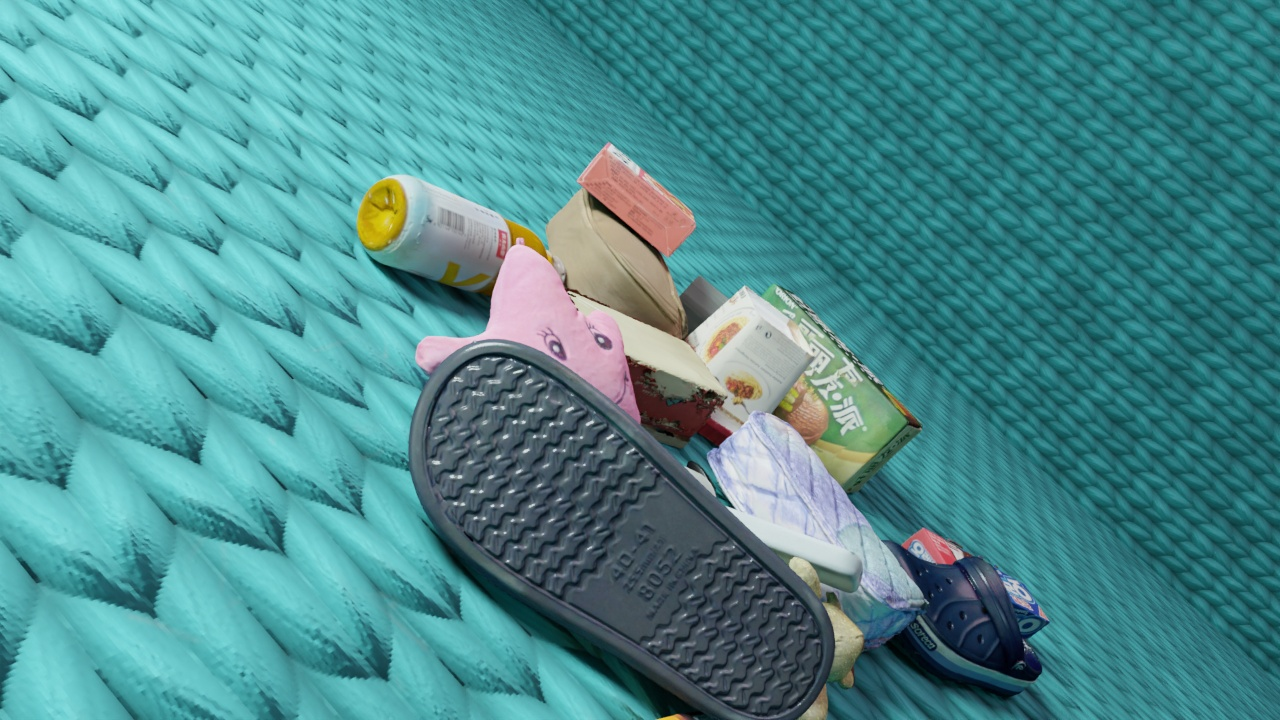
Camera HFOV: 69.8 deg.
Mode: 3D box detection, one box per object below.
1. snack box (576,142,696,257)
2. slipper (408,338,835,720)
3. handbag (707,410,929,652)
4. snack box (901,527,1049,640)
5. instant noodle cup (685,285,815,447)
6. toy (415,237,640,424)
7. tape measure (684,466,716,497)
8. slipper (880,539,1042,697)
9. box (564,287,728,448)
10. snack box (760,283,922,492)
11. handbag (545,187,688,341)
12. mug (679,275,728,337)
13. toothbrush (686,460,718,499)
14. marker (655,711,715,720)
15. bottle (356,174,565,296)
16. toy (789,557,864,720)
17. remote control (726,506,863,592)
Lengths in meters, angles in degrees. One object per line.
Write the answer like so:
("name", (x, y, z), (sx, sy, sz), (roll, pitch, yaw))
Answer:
("snack box", (-0.003, -0.162, 0.906), (0.113, 0.044, 0.127), (38, 13, -11))
("slipper", (-0.015, 0.101, 0.506), (0.268, 0.110, 0.083), (40, -13, -6))
("handbag", (0.136, 0.136, 0.736), (0.134, 0.076, 0.193), (22, 29, -55))
("snack box", (0.345, 0.242, 0.962), (0.207, 0.057, 0.058), (30, 24, -33))
("instant noodle cup", (0.092, 0.006, 0.884), (0.116, 0.124, 0.116), (34, 19, -20))
("toy", (-0.064, 0.004, 0.591), (0.194, 0.075, 0.178), (-5, 74, -55))
("tape measure", (0.016, 0.099, 0.596), (0.033, 0.066, 0.065), (24, 24, -40))
("slipper", (0.297, 0.232, 0.829), (0.252, 0.095, 0.105), (35, 16, -31))
("box", (-0.005, 0.004, 0.759), (0.168, 0.079, 0.091), (22, 25, -45))
("snack box", (0.202, 0.030, 1.074), (0.240, 0.115, 0.063), (52, 20, 28))
("handbag", (-0.029, -0.082, 0.896), (0.148, 0.100, 0.204), (42, 16, -23))
("mug", (0.077, -0.028, 1.034), (0.103, 0.083, 0.124), (41, -9, 2))
("toothbrush", (0.085, 0.148, 0.713), (0.016, 0.014, 0.189), (39, 13, -51))
("marker", (0.028, 0.194, 0.481), (0.123, 0.015, 0.018), (20, 28, -55))
("bottle", (-0.133, -0.089, 0.731), (0.189, 0.068, 0.068), (17, 30, -53))
("toy", (0.087, 0.179, 0.578), (0.157, 0.066, 0.105), (16, 62, -45))
("remote control", (0.087, 0.125, 0.637), (0.136, 0.020, 0.056), (17, -20, 22))
